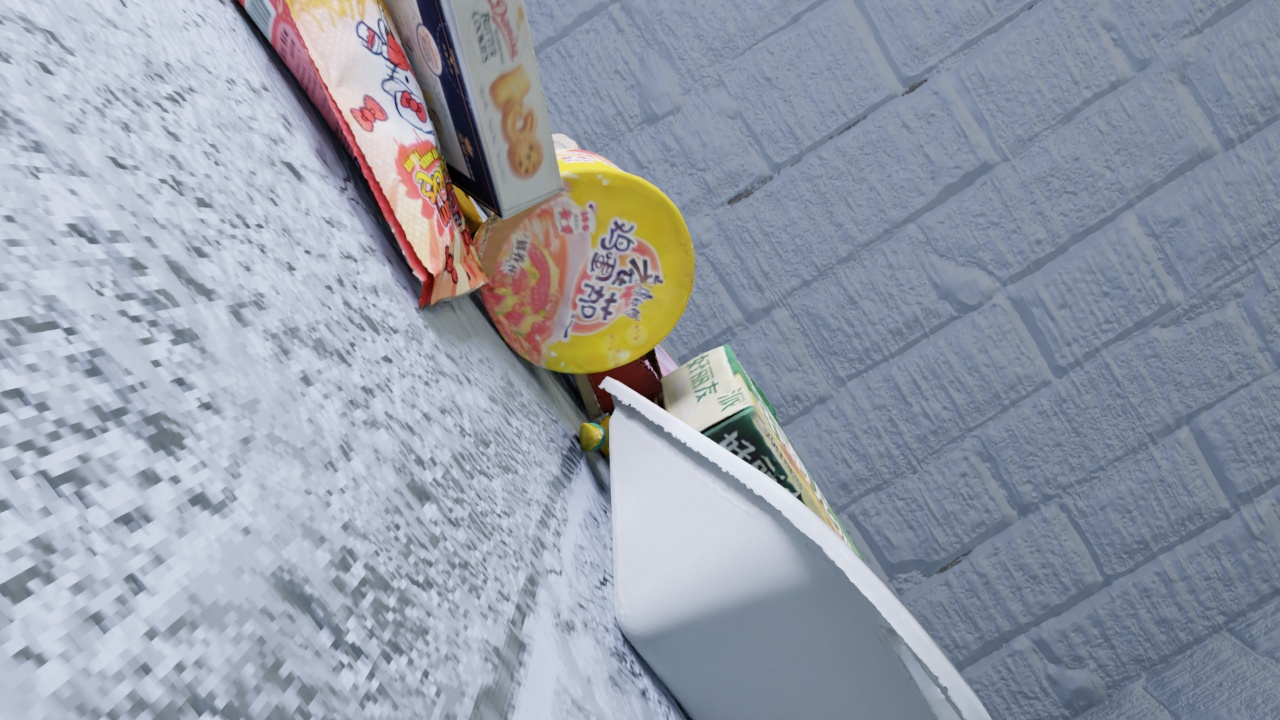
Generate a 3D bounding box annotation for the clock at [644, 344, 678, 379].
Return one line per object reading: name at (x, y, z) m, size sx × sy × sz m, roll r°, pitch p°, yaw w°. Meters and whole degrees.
clock at (-0.005, 0.005, 0.885) m, size 0.158 × 0.060 × 0.117 m, roll 50°, pitch 6°, yaw 20°

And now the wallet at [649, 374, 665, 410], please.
wallet at (0.047, 0.076, 0.757) m, size 0.130 × 0.035 × 0.119 m, roll 57°, pitch 6°, yaw -16°

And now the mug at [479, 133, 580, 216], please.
mug at (-0.085, -0.139, 0.830) m, size 0.103 × 0.125 × 0.084 m, roll 51°, pitch 47°, yaw -50°

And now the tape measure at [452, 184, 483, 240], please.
tape measure at (-0.132, -0.116, 0.627) m, size 0.060 × 0.029 × 0.057 m, roll 59°, pitch 5°, yaw 25°

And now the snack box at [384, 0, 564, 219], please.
snack box at (-0.121, -0.192, 0.521) m, size 0.182 × 0.045 × 0.178 m, roll 37°, pitch -33°, yaw 46°

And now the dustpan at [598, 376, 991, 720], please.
dustpan at (0.087, 0.121, 0.501) m, size 0.223 × 0.143 × 0.257 m, roll 56°, pitch 17°, yaw -22°

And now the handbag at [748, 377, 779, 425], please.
handbag at (0.091, 0.080, 1.052) m, size 0.068 × 0.131 × 0.120 m, roll 63°, pitch 3°, yaw 17°

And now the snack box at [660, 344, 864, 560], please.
snack box at (0.103, 0.112, 0.676) m, size 0.240 × 0.063 × 0.114 m, roll 56°, pitch 9°, yaw -21°

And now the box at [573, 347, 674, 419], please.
box at (-0.032, -0.040, 0.744) m, size 0.168 × 0.080 × 0.091 m, roll -117°, pitch -172°, yaw -54°

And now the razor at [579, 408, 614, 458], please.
razor at (-0.025, 0.051, 0.617) m, size 0.132 × 0.028 × 0.043 m, roll 41°, pitch 48°, yaw -84°

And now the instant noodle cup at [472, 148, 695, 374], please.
instant noodle cup at (-0.043, -0.077, 0.618) m, size 0.138 × 0.138 × 0.109 m, roll 55°, pitch 5°, yaw -30°

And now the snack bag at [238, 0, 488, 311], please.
snack bag at (-0.140, -0.127, 0.479) m, size 0.128 × 0.073 × 0.208 m, roll -99°, pitch 164°, yaw -80°
